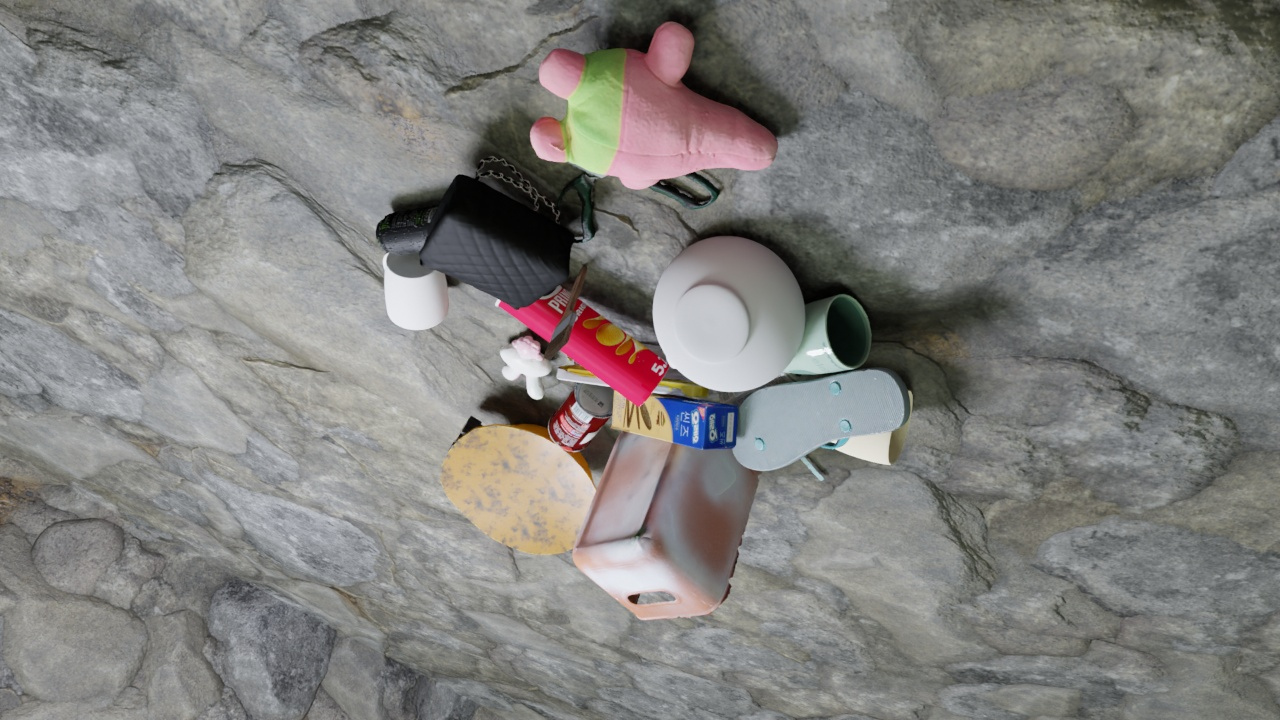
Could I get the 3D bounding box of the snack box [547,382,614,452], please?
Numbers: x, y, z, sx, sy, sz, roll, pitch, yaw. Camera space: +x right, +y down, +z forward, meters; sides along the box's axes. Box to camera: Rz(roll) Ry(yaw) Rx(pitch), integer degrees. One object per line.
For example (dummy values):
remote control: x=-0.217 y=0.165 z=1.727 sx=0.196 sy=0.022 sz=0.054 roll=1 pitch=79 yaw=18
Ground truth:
snack box: x=-0.082 y=0.077 z=1.331 sx=0.072 sy=0.072 sz=0.122 roll=27 pitch=144 yaw=-10

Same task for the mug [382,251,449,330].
mug: x=-0.303 y=-0.108 z=1.197 sx=0.114 sy=0.080 sz=0.088 roll=41 pitch=146 yaw=25

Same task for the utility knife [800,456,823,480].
utility knife: x=0.212 y=0.123 z=1.296 sx=0.022 sy=0.015 sz=0.176 roll=-13 pitch=132 yaw=38

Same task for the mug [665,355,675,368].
mug: x=0.091 y=-0.027 z=1.097 sx=0.105 sy=0.082 sz=0.082 roll=4 pitch=142 yaw=23

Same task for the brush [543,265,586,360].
brush: x=-0.083 y=-0.063 z=1.080 sx=0.008 sy=0.142 sz=0.045 roll=32 pitch=135 yaw=-19

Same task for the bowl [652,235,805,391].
bowl: x=0.088 y=-0.046 z=1.009 sx=0.177 sy=0.066 sz=0.177 roll=7 pitch=106 yaw=24

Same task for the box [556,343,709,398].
box: x=-0.008 y=0.014 z=1.233 sx=0.210 sy=0.070 sz=0.067 roll=7 pitch=163 yaw=18

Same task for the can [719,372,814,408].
can: x=0.157 y=0.028 z=1.162 sx=0.054 sy=0.054 sz=0.136 roll=32 pitch=143 yaw=-17

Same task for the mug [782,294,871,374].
mug: x=0.209 y=-0.022 z=1.058 sx=0.111 sy=0.084 sz=0.104 roll=9 pitch=165 yaw=-38

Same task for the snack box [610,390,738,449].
snack box: x=0.040 y=0.075 z=1.206 sx=0.057 sy=0.056 sz=0.207 roll=3 pitch=-178 yaw=-35

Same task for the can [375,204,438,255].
can: x=-0.255 y=-0.159 z=1.111 sx=0.138 sy=0.053 sz=0.054 roll=-3 pitch=139 yaw=29

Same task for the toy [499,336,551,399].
toy: x=-0.162 y=0.003 z=1.301 sx=0.079 sy=0.037 sz=0.123 roll=30 pitch=146 yaw=6

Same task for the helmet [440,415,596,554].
helmet: x=-0.178 y=0.179 z=1.461 sx=0.255 sy=0.131 sz=0.206 roll=33 pitch=113 yaw=-9

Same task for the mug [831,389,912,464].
mug: x=0.276 y=0.070 z=1.136 sx=0.100 sy=0.096 sz=0.120 roll=14 pitch=-172 yaw=28

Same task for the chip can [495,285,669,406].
chip can: x=-0.071 y=-0.032 z=1.146 sx=0.220 sy=0.069 sz=0.069 roll=36 pitch=143 yaw=-5

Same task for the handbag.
handbag: x=-0.165 y=-0.140 z=1.040 sx=0.153 sy=0.114 sz=0.125 roll=23 pitch=140 yaw=-28

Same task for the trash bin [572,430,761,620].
trash bin: x=0.035 y=0.212 z=1.293 sx=0.182 sy=0.259 sz=0.157 roll=-20 pitch=127 yaw=43

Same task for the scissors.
scissors: x=-0.026 y=-0.179 z=1.008 sx=0.201 sy=0.015 sz=0.204 roll=22 pitch=146 yaw=-2

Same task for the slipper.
slipper: x=0.208 y=0.060 z=1.080 sx=0.270 sy=0.054 sz=0.098 roll=-27 pitch=82 yaw=49

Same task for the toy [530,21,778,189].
toy: x=0.018 y=-0.225 z=0.866 sx=0.236 sy=0.096 sz=0.193 roll=9 pitch=143 yaw=-9
